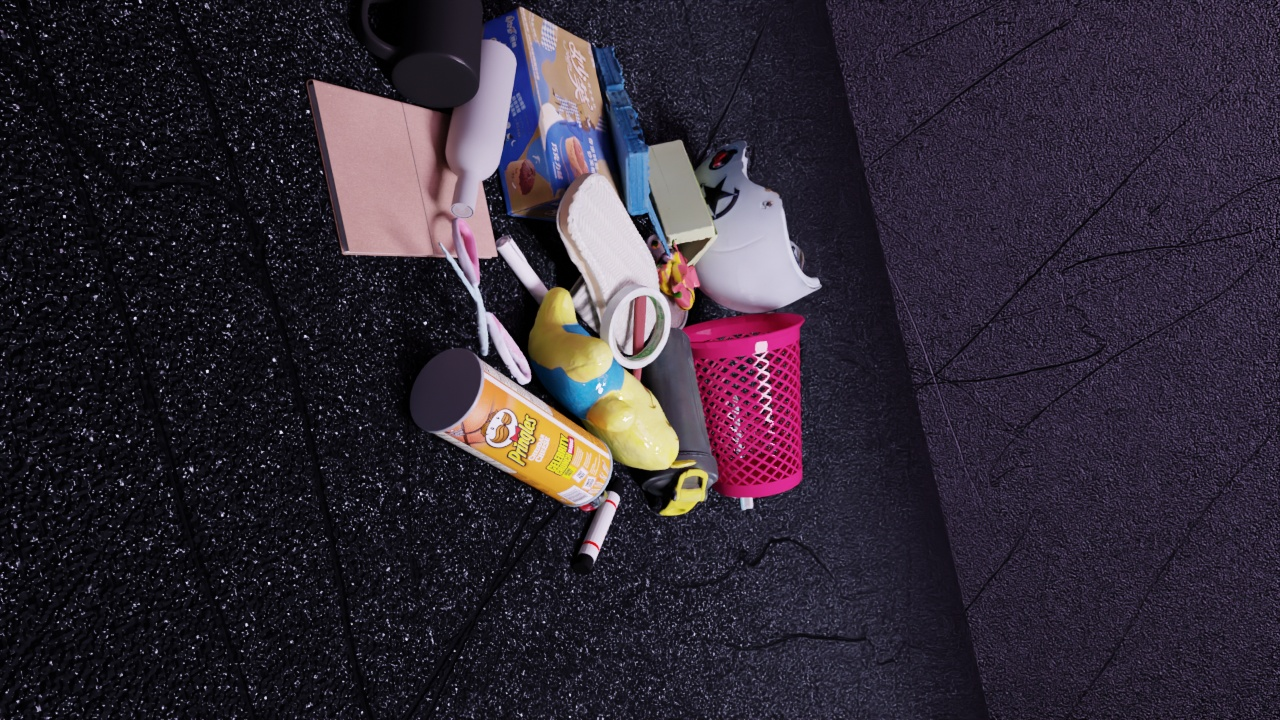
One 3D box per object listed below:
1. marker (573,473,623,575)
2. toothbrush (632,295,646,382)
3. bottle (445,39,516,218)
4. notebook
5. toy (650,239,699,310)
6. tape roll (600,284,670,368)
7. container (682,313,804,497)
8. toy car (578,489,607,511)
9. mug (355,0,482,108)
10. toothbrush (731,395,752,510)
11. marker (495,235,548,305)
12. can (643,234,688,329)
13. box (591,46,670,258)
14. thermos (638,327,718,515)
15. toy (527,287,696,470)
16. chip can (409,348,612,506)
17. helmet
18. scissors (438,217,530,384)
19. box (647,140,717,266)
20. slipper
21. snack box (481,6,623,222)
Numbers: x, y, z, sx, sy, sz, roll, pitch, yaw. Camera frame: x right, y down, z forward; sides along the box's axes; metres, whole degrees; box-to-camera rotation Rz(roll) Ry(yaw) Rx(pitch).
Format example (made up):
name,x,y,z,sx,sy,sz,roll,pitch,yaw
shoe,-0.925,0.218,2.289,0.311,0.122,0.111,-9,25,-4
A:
name,x,y,z,sx,sy,sz,roll,pitch,yaw
marker,-0.042,0.173,0.998,0.019,0.019,0.145,64,29,-27
toothbrush,-0.006,0.006,1.073,0.016,0.016,0.190,-26,125,-55
bottle,-0.155,-0.218,0.873,0.052,0.053,0.194,45,40,-49
notebook,-0.205,-0.163,0.823,0.208,0.008,0.141,-12,90,-64
toy,0.046,-0.105,1.168,0.103,0.046,0.084,52,22,-50
tape roll,-0.005,-0.038,1.033,0.093,0.018,0.094,-18,117,-38
container,0.148,0.063,1.278,0.182,0.183,0.226,-31,115,-63
toy car,-0.059,0.116,0.965,0.042,0.036,0.091,51,25,-40
mug,-0.199,-0.292,0.827,0.113,0.078,0.087,13,65,-33
toothbrush,0.155,0.140,1.420,0.016,0.017,0.180,24,57,-59
marker,-0.110,-0.079,0.966,0.133,0.020,0.017,55,38,-39
can,0.015,-0.096,1.201,0.130,0.044,0.129,36,48,-54
box,-0.018,-0.255,1.130,0.177,0.047,0.231,74,0,-49
thermos,0.039,0.072,1.128,0.098,0.098,0.220,32,47,-56
toy,-0.037,0.038,0.964,0.214,0.084,0.149,53,2,-37
chip can,-0.111,0.067,0.838,0.215,0.075,0.075,41,44,-52
helmet,0.135,-0.182,1.342,0.236,0.164,0.263,52,13,-47
scissors,-0.139,-0.054,0.819,0.170,0.013,0.172,-110,175,-45
box,0.053,-0.222,1.250,0.090,0.077,0.187,50,20,-47
slipper,-0.039,-0.104,1.029,0.114,0.054,0.273,-55,151,-21
snack box,-0.098,-0.260,1.011,0.154,0.069,0.202,-8,86,-65
